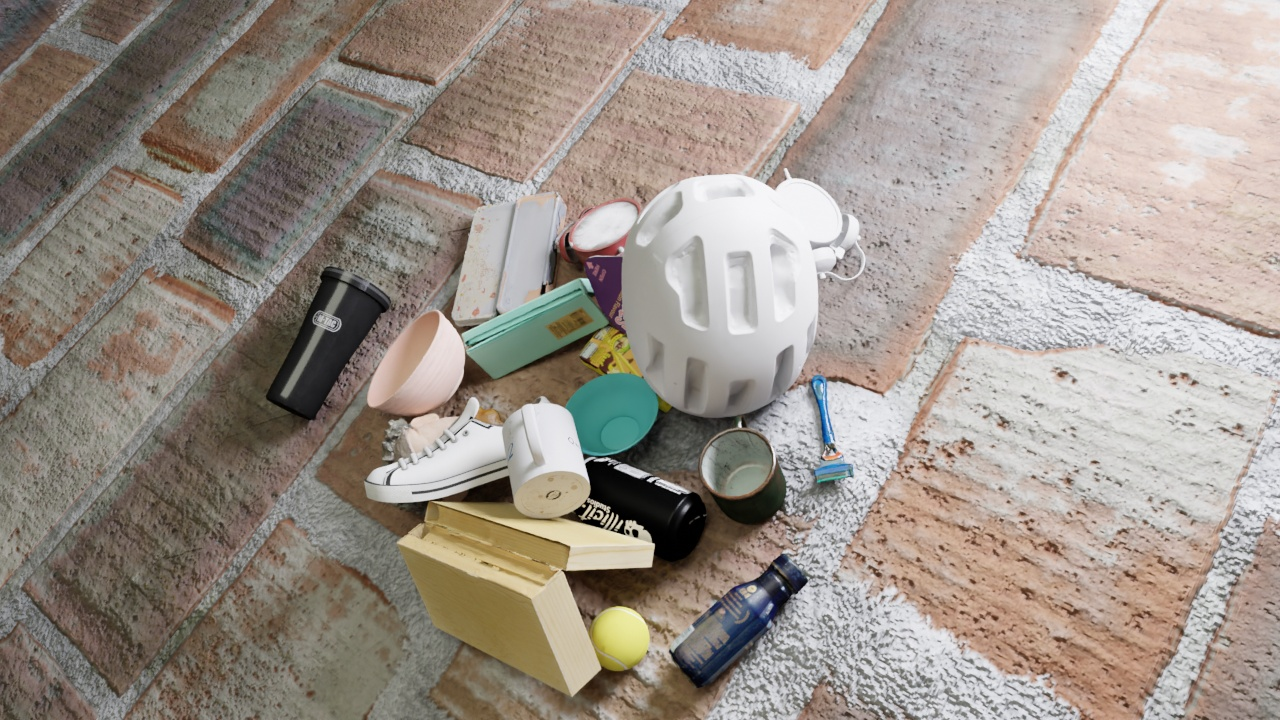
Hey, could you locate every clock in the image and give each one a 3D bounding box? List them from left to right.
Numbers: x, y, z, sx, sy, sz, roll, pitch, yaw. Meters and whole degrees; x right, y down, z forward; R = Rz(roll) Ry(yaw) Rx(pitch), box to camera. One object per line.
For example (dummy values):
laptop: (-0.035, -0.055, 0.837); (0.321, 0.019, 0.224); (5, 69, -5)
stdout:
clock: (-0.052, -0.167, 1.273); (0.157, 0.062, 0.109); (12, 56, 40)
clock: (0.211, -0.157, 1.144); (0.159, 0.061, 0.119); (44, 54, 3)

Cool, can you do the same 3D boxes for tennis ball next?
tennis ball: (-0.023, 0.294, 0.970); (0.065, 0.065, 0.065); (-10, 56, 15)

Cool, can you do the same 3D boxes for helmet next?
helmet: (0.091, -0.067, 1.045); (0.224, 0.283, 0.183); (0, 19, -2)

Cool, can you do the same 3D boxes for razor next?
razor: (0.213, 0.076, 1.045); (0.044, 0.018, 0.140); (-12, 52, 15)

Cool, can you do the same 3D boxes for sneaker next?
sneaker: (-0.210, 0.098, 1.092); (0.245, 0.091, 0.097); (-16, 95, -15)

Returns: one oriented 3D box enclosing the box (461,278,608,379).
box: (-0.135, -0.036, 1.209); (0.189, 0.077, 0.080); (-24, 85, 16)

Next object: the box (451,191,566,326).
box: (-0.191, -0.148, 1.336); (0.151, 0.043, 0.215); (-8, 57, 22)

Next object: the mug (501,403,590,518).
mug: (-0.108, 0.099, 1.003); (0.083, 0.120, 0.096); (-16, 48, -3)

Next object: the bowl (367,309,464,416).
bowl: (-0.283, 0.016, 1.207); (0.153, 0.076, 0.152); (-36, 33, 27)

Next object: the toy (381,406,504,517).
toy: (-0.250, 0.117, 1.166); (0.176, 0.076, 0.132); (-26, 90, -4)

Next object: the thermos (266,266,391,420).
thermos: (-0.454, -0.026, 1.327); (0.106, 0.106, 0.218); (15, 71, 28)

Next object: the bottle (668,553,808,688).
bottle: (0.102, 0.265, 0.944); (0.160, 0.056, 0.056); (-41, 54, -6)

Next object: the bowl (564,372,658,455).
bowl: (-0.031, 0.076, 1.118); (0.121, 0.046, 0.121); (-11, 49, 12)

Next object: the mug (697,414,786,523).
mug: (0.115, 0.117, 1.017); (0.085, 0.081, 0.110); (-8, 57, 17)

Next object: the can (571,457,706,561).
can: (-0.005, 0.165, 1.035); (0.146, 0.080, 0.080); (18, 67, 30)

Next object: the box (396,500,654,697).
box: (-0.136, 0.223, 0.983); (0.249, 0.142, 0.184); (6, 53, 44)

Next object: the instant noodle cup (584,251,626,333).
instant noodle cup: (0.018, -0.113, 1.172); (0.137, 0.122, 0.121); (40, 53, 9)

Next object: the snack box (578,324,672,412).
snack box: (-0.007, 0.007, 1.170); (0.149, 0.025, 0.061); (29, 74, 33)
